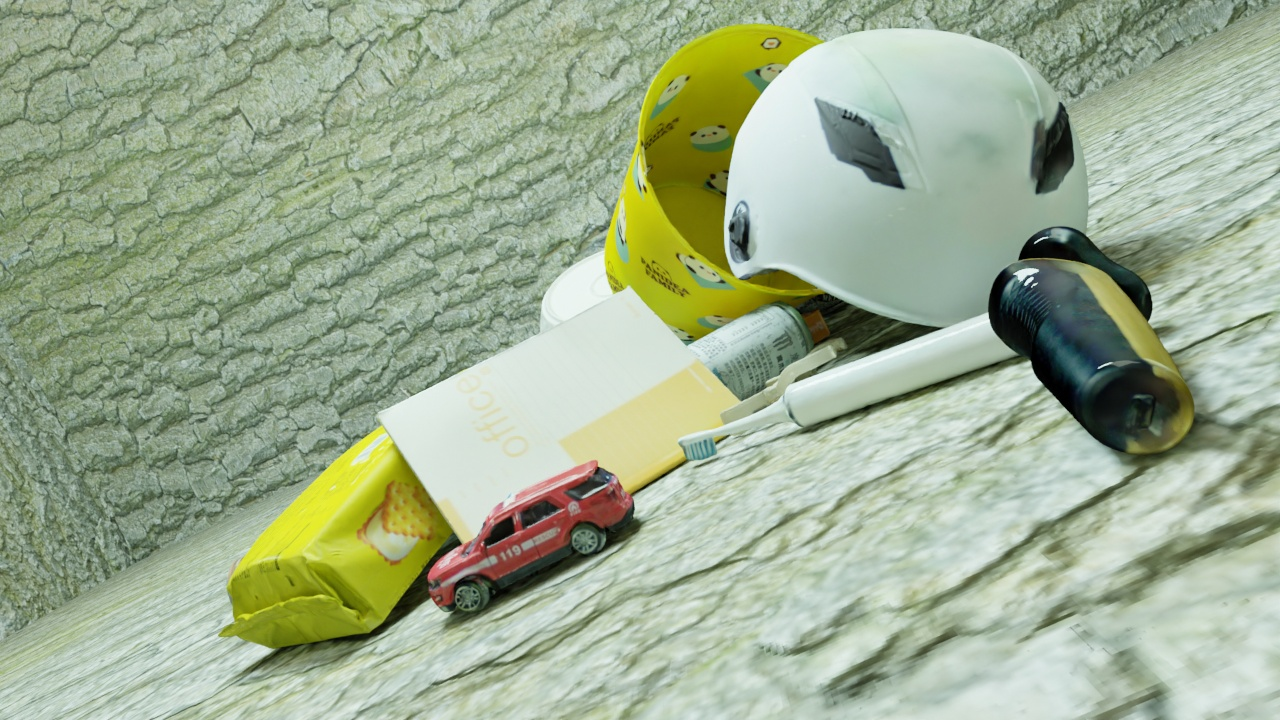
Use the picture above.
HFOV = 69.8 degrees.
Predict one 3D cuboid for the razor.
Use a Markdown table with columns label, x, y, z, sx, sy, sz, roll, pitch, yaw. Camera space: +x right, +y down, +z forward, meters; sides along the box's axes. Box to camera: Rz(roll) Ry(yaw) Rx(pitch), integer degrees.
| label | x | y | z | sx | sy | sz | roll | pitch | yaw |
| --- | --- | --- | --- | --- | --- | --- | --- | --- | --- |
| razor | 0.177 | -0.009 | 0.356 | 0.068 | 0.062 | 0.167 | 7 | 20 | 12 |

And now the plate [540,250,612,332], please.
| label | x | y | z | sx | sy | sz | roll | pitch | yaw |
| --- | --- | --- | --- | --- | --- | --- | --- | --- | --- |
| plate | -0.021 | -0.074 | 1.043 | 0.205 | 0.045 | 0.204 | -14 | 33 | 9 |

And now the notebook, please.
| label | x | y | z | sx | sy | sz | roll | pitch | yaw |
| --- | --- | --- | --- | --- | --- | --- | --- | --- | --- |
| notebook | -0.049 | 0.037 | 0.607 | 0.205 | 0.146 | 0.010 | -28 | -33 | -23 |

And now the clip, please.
| label | x | y | z | sx | sy | sz | roll | pitch | yaw |
| --- | --- | --- | --- | --- | --- | --- | --- | --- | --- |
| clip | 0.092 | 0.019 | 0.564 | 0.065 | 0.034 | 0.099 | -31 | 2 | -39 |

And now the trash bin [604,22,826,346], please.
| label | x | y | z | sx | sy | sz | roll | pitch | yaw |
| --- | --- | --- | --- | --- | --- | --- | --- | --- | --- |
| trash bin | 0.080 | -0.130 | 0.831 | 0.229 | 0.229 | 0.256 | -28 | -6 | -19 |

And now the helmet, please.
| label | x | y | z | sx | sy | sz | roll | pitch | yaw |
| --- | --- | --- | --- | --- | --- | --- | --- | --- | --- |
| helmet | 0.168 | -0.130 | 0.577 | 0.229 | 0.146 | 0.258 | 0 | 23 | -2 |

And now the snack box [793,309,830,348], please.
| label | x | y | z | sx | sy | sz | roll | pitch | yaw |
| --- | --- | --- | --- | --- | --- | --- | --- | --- | --- |
| snack box | 0.085 | 0.003 | 0.777 | 0.153 | 0.026 | 0.075 | -29 | 4 | -33 |

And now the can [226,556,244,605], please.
| label | x | y | z | sx | sy | sz | roll | pitch | yaw |
| --- | --- | --- | --- | --- | --- | --- | --- | --- | --- |
| can | -0.269 | 0.165 | 0.741 | 0.116 | 0.058 | 0.058 | -26 | 5 | 7 |

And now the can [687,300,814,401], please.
| label | x | y | z | sx | sy | sz | roll | pitch | yaw |
| --- | --- | --- | --- | --- | --- | --- | --- | --- | --- |
| can | 0.056 | 0.011 | 0.677 | 0.146 | 0.058 | 0.058 | -28 | 6 | -21 |

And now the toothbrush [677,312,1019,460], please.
| label | x | y | z | sx | sy | sz | roll | pitch | yaw |
| --- | --- | --- | --- | --- | --- | --- | --- | --- | --- |
| toothbrush | 0.112 | 0.017 | 0.511 | 0.222 | 0.026 | 0.026 | -23 | -5 | 32 |

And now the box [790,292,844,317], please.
| label | x | y | z | sx | sy | sz | roll | pitch | yaw |
| --- | --- | --- | --- | --- | --- | --- | --- | --- | --- |
| box | 0.163 | -0.069 | 0.965 | 0.087 | 0.076 | 0.163 | -57 | 14 | -14 |

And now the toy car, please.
| label | x | y | z | sx | sy | sz | roll | pitch | yaw |
| --- | --- | --- | --- | --- | --- | --- | --- | --- | --- |
| toy car | -0.062 | 0.095 | 0.503 | 0.120 | 0.045 | 0.053 | -29 | 4 | -3 |

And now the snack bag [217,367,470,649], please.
| label | x | y | z | sx | sy | sz | roll | pitch | yaw |
| --- | --- | --- | --- | --- | --- | --- | --- | --- | --- |
| snack bag | -0.179 | 0.093 | 0.650 | 0.158 | 0.068 | 0.245 | -23 | 23 | 43 |
